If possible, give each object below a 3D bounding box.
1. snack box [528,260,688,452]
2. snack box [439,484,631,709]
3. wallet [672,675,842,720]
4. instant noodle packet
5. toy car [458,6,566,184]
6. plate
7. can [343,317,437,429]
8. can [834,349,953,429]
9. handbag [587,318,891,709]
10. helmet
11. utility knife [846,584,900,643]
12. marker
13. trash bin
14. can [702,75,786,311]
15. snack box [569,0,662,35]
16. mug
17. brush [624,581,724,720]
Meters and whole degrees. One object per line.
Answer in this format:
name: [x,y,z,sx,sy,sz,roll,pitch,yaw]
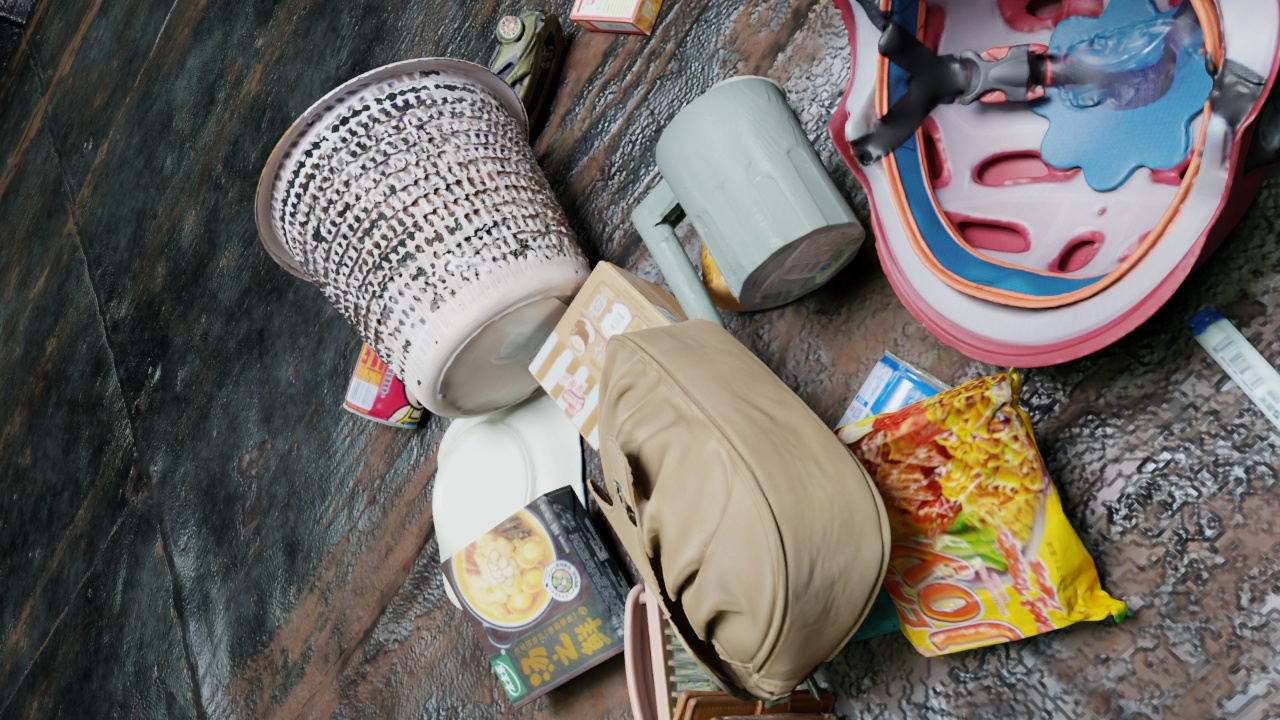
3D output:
snack box: [-0.004,0.004,0.619,0.094,0.077,0.093,-55,51,13]
snack box: [-0.072,0.166,0.629,0.126,0.053,0.113,-36,77,21]
wallet: [0.056,0.217,0.472,0.035,0.130,0.119,9,82,45]
instant noodle packet: [0.155,0.080,0.447,0.111,0.044,0.128,-24,92,32]
toy car: [-0.110,-0.221,0.777,0.042,0.070,0.158,26,94,16]
plate: [-0.113,0.104,0.711,0.165,0.034,0.163,-22,64,33]
can: [-0.213,0.006,0.800,0.067,0.066,0.094,18,90,42]
can: [0.124,0.064,0.510,0.053,0.053,0.135,39,103,40]
handbag: [0.033,0.071,0.476,0.204,0.099,0.148,-131,37,-54]
helmet: [0.207,-0.128,0.437,0.207,0.143,0.240,15,117,54]
utility knife: [0.141,0.136,0.502,0.179,0.013,0.029,-27,65,32]
marker: [0.294,0.034,0.401,0.017,0.017,0.145,-41,55,24]
trash bin: [-0.137,-0.074,0.682,0.228,0.227,0.192,-46,66,21]
can: [0.069,-0.108,0.602,0.058,0.058,0.146,-10,71,38]
snack box: [0.001,-0.345,0.748,0.077,0.027,0.156,23,93,41]
mug: [0.055,-0.081,0.531,0.124,0.083,0.103,-44,62,36]
brush: [0.028,0.203,0.546,0.073,0.063,0.145,-17,69,31]
